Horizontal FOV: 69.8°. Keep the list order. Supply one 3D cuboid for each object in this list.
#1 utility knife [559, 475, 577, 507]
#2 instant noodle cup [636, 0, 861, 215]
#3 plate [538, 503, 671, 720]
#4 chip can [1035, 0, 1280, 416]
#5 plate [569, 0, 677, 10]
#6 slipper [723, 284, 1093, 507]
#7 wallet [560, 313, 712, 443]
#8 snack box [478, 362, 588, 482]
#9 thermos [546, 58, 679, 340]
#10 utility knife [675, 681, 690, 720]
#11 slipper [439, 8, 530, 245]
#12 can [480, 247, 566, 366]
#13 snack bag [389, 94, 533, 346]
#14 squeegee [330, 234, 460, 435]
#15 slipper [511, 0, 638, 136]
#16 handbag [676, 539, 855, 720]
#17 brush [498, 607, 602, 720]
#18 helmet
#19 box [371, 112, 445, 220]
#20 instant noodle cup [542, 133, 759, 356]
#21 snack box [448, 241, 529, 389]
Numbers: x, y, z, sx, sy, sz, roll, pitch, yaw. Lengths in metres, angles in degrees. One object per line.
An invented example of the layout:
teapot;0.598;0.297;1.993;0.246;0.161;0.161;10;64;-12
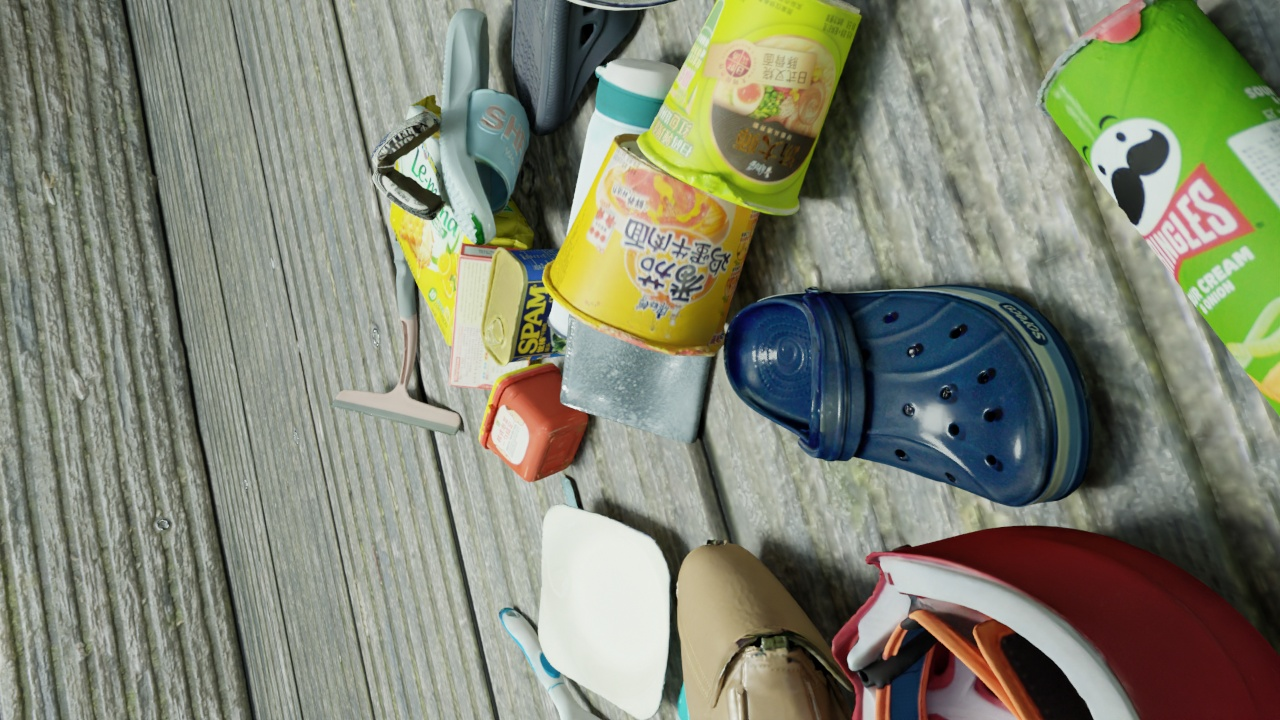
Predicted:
utility knife;-0.049;0.203;0.865;0.033;0.015;0.202;-33;70;49
instant noodle cup;0.071;-0.169;0.555;0.111;0.111;0.124;47;125;40
plate;-0.026;0.213;0.804;0.164;0.034;0.164;13;103;43
chip can;0.249;-0.036;0.352;0.072;0.072;0.236;-51;56;46
plate;-0.017;-0.317;0.581;0.045;0.204;0.205;160;101;-81
slipper;0.125;0.008;0.520;0.253;0.095;0.105;19;114;55
wallet;-0.004;0.004;0.716;0.121;0.019;0.097;16;112;18
snack box;-0.099;0.060;0.856;0.080;0.081;0.091;46;132;27
thermos;-0.018;-0.121;0.718;0.073;0.073;0.225;43;129;42
utility knife;0.050;0.246;0.736;0.029;0.013;0.183;46;130;44
slipper;-0.137;-0.212;0.827;0.104;0.074;0.245;96;170;-65
can;-0.087;-0.050;0.812;0.057;0.083;0.102;44;130;42
snack bag;-0.191;-0.141;0.953;0.246;0.068;0.158;57;139;31
squeegee;-0.295;-0.048;1.144;0.248;0.040;0.249;9;98;38
slipper;-0.053;-0.289;0.734;0.269;0.083;0.110;113;140;-63
handbag;0.078;0.209;0.587;0.204;0.099;0.148;-130;33;-78
brush;-0.069;0.354;0.896;0.315;0.060;0.109;19;106;54
helmet;0.197;0.180;0.412;0.207;0.143;0.240;-126;27;-43
box;-0.194;-0.177;0.813;0.086;0.075;0.162;-58;12;9
instant noodle cup;0.015;-0.084;0.629;0.138;0.137;0.110;45;122;41
snack box;-0.139;-0.037;0.876;0.027;0.077;0.156;-97;17;-50
